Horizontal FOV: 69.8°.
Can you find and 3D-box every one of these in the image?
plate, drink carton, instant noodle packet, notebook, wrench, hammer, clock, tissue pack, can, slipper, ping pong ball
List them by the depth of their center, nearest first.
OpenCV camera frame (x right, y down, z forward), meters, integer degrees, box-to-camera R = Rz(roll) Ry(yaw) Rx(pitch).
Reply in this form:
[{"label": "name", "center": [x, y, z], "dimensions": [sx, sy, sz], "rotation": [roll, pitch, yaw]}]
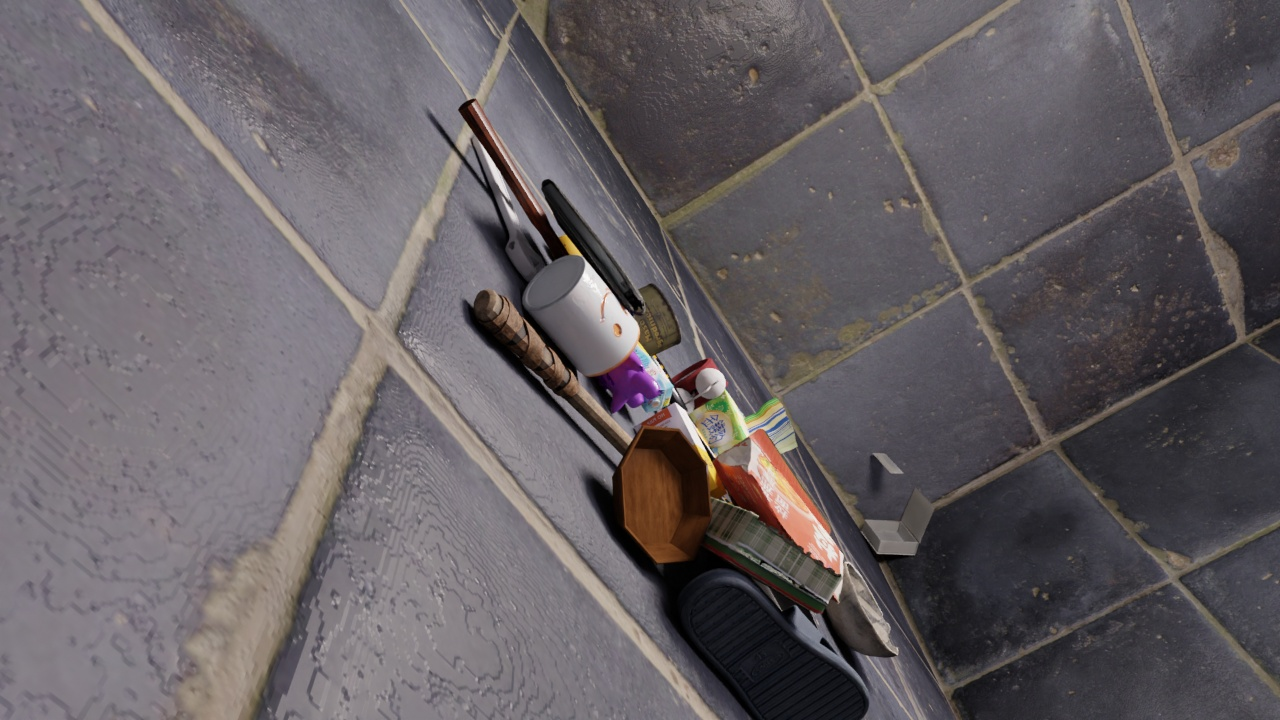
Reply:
[{"label": "plate", "center": [0.016, 0.124, 0.848], "dimensions": [0.131, 0.025, 0.131], "rotation": [16, 68, -45]}, {"label": "hammer", "center": [-0.051, 0.043, 0.873], "dimensions": [0.319, 0.049, 0.121], "rotation": [49, 11, -38]}, {"label": "slipper", "center": [0.120, 0.274, 0.884], "dimensions": [0.263, 0.101, 0.082], "rotation": [47, 7, -26]}, {"label": "instant noodle packet", "center": [0.157, 0.177, 1.036], "dimensions": [0.164, 0.084, 0.221], "rotation": [56, 5, -1]}, {"label": "notebook", "center": [-0.050, -0.120, 1.064], "dimensions": [0.169, 0.029, 0.209], "rotation": [52, 2, 1]}, {"label": "drink carton", "center": [0.045, 0.113, 1.074], "dimensions": [0.122, 0.058, 0.040], "rotation": [64, 11, 27]}, {"label": "wrench", "center": [-0.160, -0.184, 1.087], "dimensions": [0.066, 0.018, 0.273], "rotation": [46, 15, -50]}, {"label": "hammer", "center": [-0.127, -0.178, 1.105], "dimensions": [0.301, 0.028, 0.111], "rotation": [58, 3, -28]}, {"label": "drink carton", "center": [-0.007, 0.006, 1.118], "dimensions": [0.129, 0.038, 0.044], "rotation": [53, -34, 32]}, {"label": "ping pong ball", "center": [-0.097, -0.145, 1.208], "dimensions": [0.040, 0.040, 0.040], "rotation": [56, 10, -16]}, {"label": "can", "center": [0.000, -0.046, 1.212], "dimensions": [0.090, 0.074, 0.090], "rotation": [58, -14, 24]}, {"label": "hammer", "center": [0.057, 0.076, 1.259], "dimensions": [0.320, 0.036, 0.123], "rotation": [56, -21, 11]}, {"label": "clock", "center": [0.079, 0.041, 1.359], "dimensions": [0.048, 0.096, 0.137], "rotation": [57, 7, -6]}, {"label": "tissue pack", "center": [0.163, 0.121, 1.391], "dimensions": [0.120, 0.141, 0.197], "rotation": [52, 12, -35]}]

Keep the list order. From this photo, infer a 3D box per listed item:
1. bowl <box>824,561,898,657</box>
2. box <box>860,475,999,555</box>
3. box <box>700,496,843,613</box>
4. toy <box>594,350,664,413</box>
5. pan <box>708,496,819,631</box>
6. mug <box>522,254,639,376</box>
[{"label": "bowl", "center": [0.376, 0.452, 1.622], "dimensions": [0.178, 0.081, 0.178], "rotation": [56, 12, -19]}, {"label": "box", "center": [1.120, 0.596, 3.566], "dimensions": [0.173, 0.512, 0.167], "rotation": [54, 4, -24]}, {"label": "box", "center": [0.109, 0.188, 0.914], "dimensions": [0.117, 0.050, 0.206], "rotation": [37, -8, -11]}, {"label": "toy", "center": [-0.024, 0.014, 1.044], "dimensions": [0.088, 0.055, 0.106], "rotation": [64, -24, 4]}, {"label": "pan", "center": [0.112, 0.215, 1.133], "dimensions": [0.355, 0.044, 0.204], "rotation": [59, 12, 20]}, {"label": "mug", "center": [-0.062, -0.047, 0.964], "dimensions": [0.105, 0.082, 0.082], "rotation": [50, 13, -34]}]
